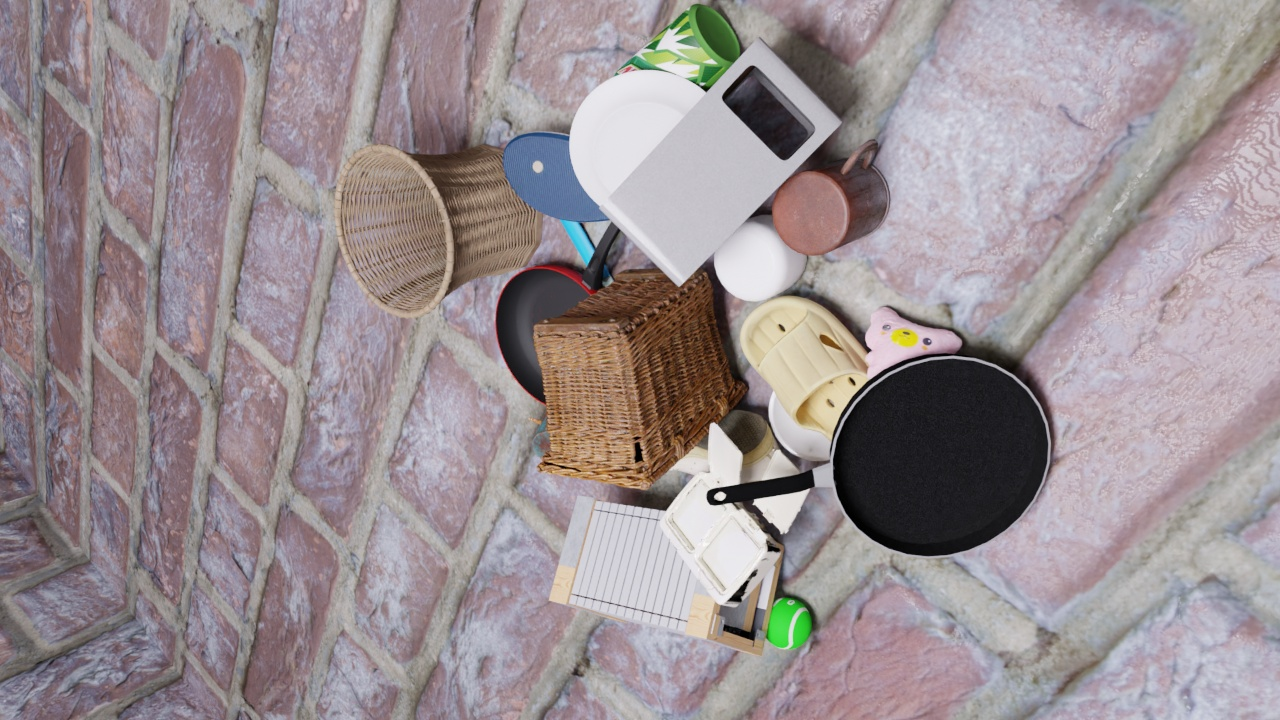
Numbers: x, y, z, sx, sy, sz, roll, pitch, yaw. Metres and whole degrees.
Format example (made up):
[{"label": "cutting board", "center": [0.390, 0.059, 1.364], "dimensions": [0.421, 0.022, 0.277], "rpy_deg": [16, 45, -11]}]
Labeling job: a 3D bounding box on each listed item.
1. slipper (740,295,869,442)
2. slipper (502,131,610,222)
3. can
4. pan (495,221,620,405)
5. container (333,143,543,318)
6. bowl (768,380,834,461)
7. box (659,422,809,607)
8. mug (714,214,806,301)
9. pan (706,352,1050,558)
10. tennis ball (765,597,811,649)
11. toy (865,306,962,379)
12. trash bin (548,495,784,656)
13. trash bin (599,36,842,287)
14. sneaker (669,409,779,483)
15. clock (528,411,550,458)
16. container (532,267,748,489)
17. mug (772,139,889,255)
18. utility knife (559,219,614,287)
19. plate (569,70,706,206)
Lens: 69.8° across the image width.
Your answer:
[{"label": "slipper", "center": [0.210, 0.032, 1.011], "dimensions": [0.261, 0.079, 0.111], "rpy_deg": [47, 114, 14]}, {"label": "slipper", "center": [-0.035, -0.235, 1.157], "dimensions": [0.295, 0.060, 0.118], "rpy_deg": [5, 116, 22]}, {"label": "can", "center": [0.036, -0.330, 1.046], "dimensions": [0.144, 0.082, 0.083], "rpy_deg": [-29, 88, 41]}, {"label": "pan", "center": [-0.081, -0.080, 1.237], "dimensions": [0.209, 0.067, 0.357], "rpy_deg": [44, 128, 12]}, {"label": "container", "center": [-0.269, -0.191, 1.260], "dimensions": [0.227, 0.195, 0.227], "rpy_deg": [14, 115, 33]}, {"label": "bowl", "center": [0.211, 0.060, 1.083], "dimensions": [0.110, 0.040, 0.110], "rpy_deg": [5, 100, 29]}, {"label": "box", "center": [0.101, 0.172, 1.050], "dimensions": [0.145, 0.065, 0.186], "rpy_deg": [46, 127, 42]}, {"label": "mug", "center": [0.132, -0.127, 1.059], "dimensions": [0.095, 0.067, 0.115], "rpy_deg": [-39, 82, 40]}, {"label": "pan", "center": [0.244, 0.111, 0.962], "dimensions": [0.356, 0.034, 0.225], "rpy_deg": [-10, 107, 3]}, {"label": "tennis ball", "center": [0.190, 0.342, 1.193], "dimensions": [0.065, 0.065, 0.065], "rpy_deg": [14, 115, 33]}, {"label": "toy", "center": [0.280, -0.010, 0.984], "dimensions": [0.102, 0.093, 0.050], "rpy_deg": [27, 155, 32]}, {"label": "trash bin", "center": [0.035, 0.278, 1.200], "dimensions": [0.247, 0.142, 0.142], "rpy_deg": [2, 69, 37]}, {"label": "trash bin", "center": [0.083, -0.204, 0.961], "dimensions": [0.114, 0.114, 0.229], "rpy_deg": [44, 103, -4]}, {"label": "sneaker", "center": [0.093, 0.119, 1.181], "dimensions": [0.242, 0.088, 0.102], "rpy_deg": [-2, 139, 52]}, {"label": "clock", "center": [-0.077, 0.125, 1.290], "dimensions": [0.122, 0.073, 0.157], "rpy_deg": [-14, 133, 42]}, {"label": "container", "center": [-0.006, 0.006, 1.082], "dimensions": [0.162, 0.249, 0.183], "rpy_deg": [3, 115, 34]}, {"label": "mug", "center": [0.207, -0.175, 0.960], "dimensions": [0.096, 0.110, 0.123], "rpy_deg": [34, 125, 17]}, {"label": "utility knife", "center": [-0.090, -0.182, 1.243], "dimensions": [0.031, 0.015, 0.196], "rpy_deg": [-28, 93, 40]}, {"label": "plate", "center": [0.011, -0.235, 1.050], "dimensions": [0.188, 0.016, 0.189], "rpy_deg": [5, 127, 6]}]
